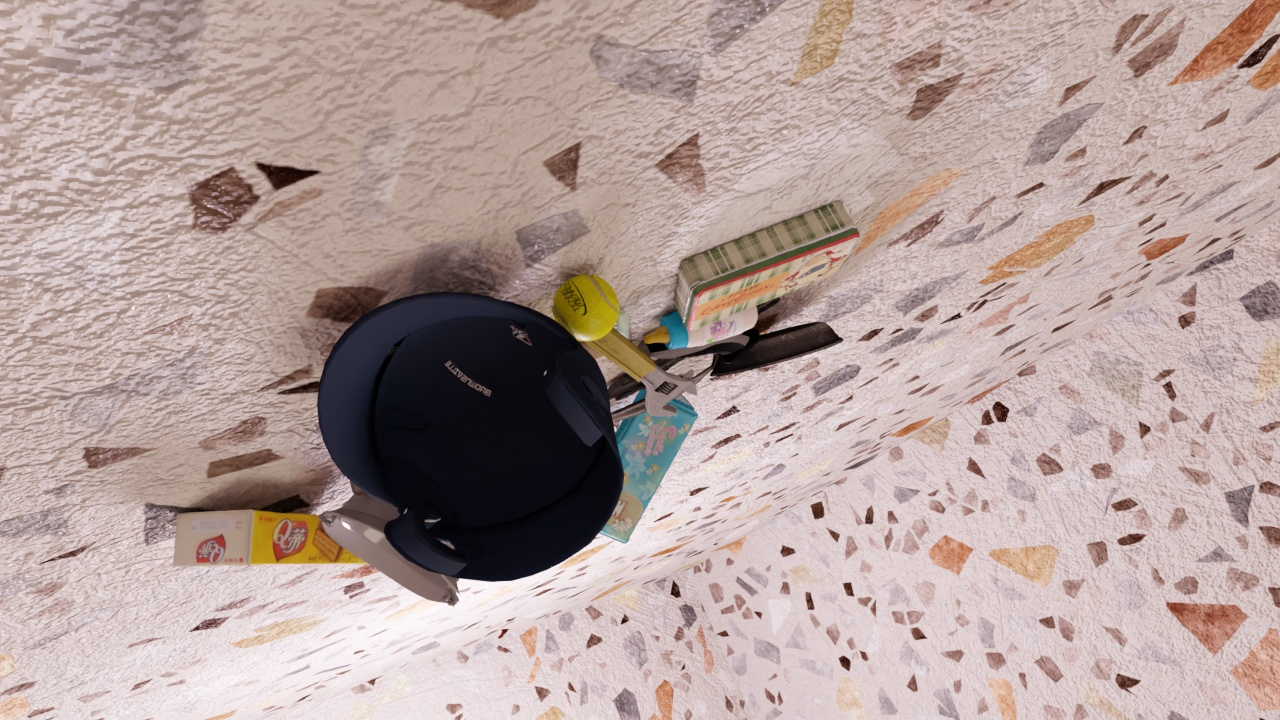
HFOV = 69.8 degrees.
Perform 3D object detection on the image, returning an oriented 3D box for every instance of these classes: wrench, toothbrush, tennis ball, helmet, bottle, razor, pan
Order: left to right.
[{"bbox_3d":[-0.259,0.186,1.058,0.117,0.183,0.272,-58,-169,-25],"label":"helmet"},{"bbox_3d":[-0.154,0.043,0.831,0.232,0.223,0.272,-44,127,11],"label":"helmet"},{"bbox_3d":[-0.054,-0.052,0.907,0.065,0.065,0.065,-22,161,-8],"label":"tennis ball"},{"bbox_3d":[-0.018,-0.028,1.095,0.022,0.015,0.155,-42,164,-10],"label":"toothbrush"},{"bbox_3d":[-0.007,0.007,1.098,0.084,0.018,0.273,-33,145,16],"label":"wrench"},{"bbox_3d":[0.068,-0.016,1.237,0.274,0.018,0.073,-31,161,14],"label":"wrench"},{"bbox_3d":[0.070,-0.025,1.159,0.156,0.057,0.060,0,109,-22],"label":"razor"},{"bbox_3d":[0.070,-0.043,1.108,0.146,0.051,0.051,-17,160,-20],"label":"bottle"},{"bbox_3d":[0.104,0.014,1.256,0.357,0.055,0.187,-16,-177,-4],"label":"pan"}]

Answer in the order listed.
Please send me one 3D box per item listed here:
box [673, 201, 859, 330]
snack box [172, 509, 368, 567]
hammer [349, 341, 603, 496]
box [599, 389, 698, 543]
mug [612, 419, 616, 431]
[{"bbox_3d":[0.140,-0.104,1.042,0.205,0.049,0.118,-20,160,-11],"label":"box"},{"bbox_3d":[-0.434,0.218,1.112,0.110,0.061,0.230,-5,167,18],"label":"snack box"},{"bbox_3d":[-0.172,0.038,1.009,0.330,0.031,0.119,-22,132,-25],"label":"hammer"},{"bbox_3d":[-0.015,0.142,1.374,0.227,0.098,0.121,-62,-164,9],"label":"box"},{"bbox_3d":[-0.099,0.063,1.110,0.118,0.098,0.081,-33,160,22],"label":"mug"}]
